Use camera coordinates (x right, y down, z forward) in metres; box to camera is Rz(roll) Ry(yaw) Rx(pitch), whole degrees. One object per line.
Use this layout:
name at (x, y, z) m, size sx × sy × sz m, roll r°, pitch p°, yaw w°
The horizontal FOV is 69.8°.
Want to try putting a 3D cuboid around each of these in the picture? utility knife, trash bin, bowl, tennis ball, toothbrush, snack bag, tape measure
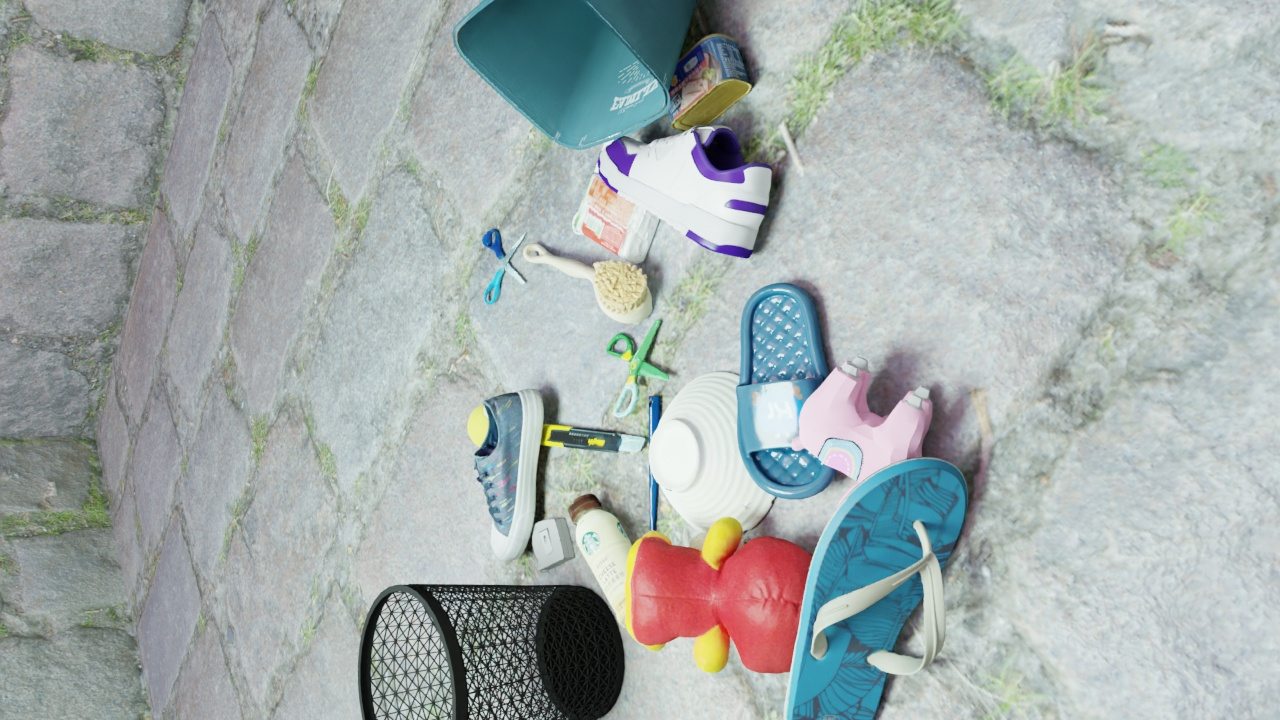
utility knife at (-0.063, 0.097, 1.133) m, size 0.203 × 0.020 × 0.029 m, roll -1°, pitch 89°, yaw 47°
trash bin at (-0.163, 0.356, 1.057) m, size 0.217 × 0.242 × 0.217 m, roll -5°, pitch 84°, yaw 48°
bowl at (0.058, 0.099, 0.958) m, size 0.178 × 0.070 × 0.177 m, roll -4°, pitch 85°, yaw 48°
tennis ball at (-0.203, 0.090, 1.254) m, size 0.065 × 0.065 × 0.065 m, roll -5°, pitch 84°, yaw 48°
trash bin at (-0.047, -0.385, 0.984) m, size 0.197 × 0.199 × 0.218 m, roll -8°, pitch 52°, yaw 48°
toothbrush at (0.011, 0.135, 1.048) m, size 0.016 × 0.017 × 0.190 m, roll -1°, pitch 87°, yaw 47°
snack bag at (-0.028, -0.171, 1.098) m, size 0.116 × 0.036 × 0.077 m, roll 37°, pitch 113°, yaw 43°
tape measure at (-0.115, 0.235, 1.180) m, size 0.060 × 0.020 × 0.062 m, roll -34°, pitch 63°, yaw 42°

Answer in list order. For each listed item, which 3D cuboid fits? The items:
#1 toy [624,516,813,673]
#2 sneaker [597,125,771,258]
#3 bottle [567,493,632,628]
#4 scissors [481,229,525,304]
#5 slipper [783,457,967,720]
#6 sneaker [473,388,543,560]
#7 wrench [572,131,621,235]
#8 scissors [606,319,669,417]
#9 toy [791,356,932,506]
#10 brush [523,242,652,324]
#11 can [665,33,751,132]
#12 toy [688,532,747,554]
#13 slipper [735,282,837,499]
toy at (0.085, 0.227, 0.871) m, size 0.217 × 0.098 × 0.147 m, roll -2°, pitch 90°, yaw 27°
sneaker at (0.046, -0.209, 0.982) m, size 0.244 × 0.091 × 0.111 m, roll 40°, pitch 116°, yaw 37°
bottle at (-0.033, 0.227, 1.062) m, size 0.057 × 0.056 × 0.162 m, roll -56°, pitch 50°, yaw 29°
scissors at (-0.199, -0.141, 1.303) m, size 0.128 × 0.014 × 0.133 m, roll -49°, pitch 53°, yaw 34°
slipper at (0.192, 0.218, 0.770) m, size 0.060 × 0.118 × 0.295 m, roll -97°, pitch 20°, yaw -72°
sneaker at (-0.182, 0.149, 1.200) m, size 0.087 × 0.079 × 0.236 m, roll 30°, pitch 115°, yaw 59°
wrench at (-0.031, -0.281, 1.129) m, size 0.047 × 0.009 × 0.274 m, roll 41°, pitch 117°, yaw 42°
scissors at (-0.007, 0.010, 1.071) m, size 0.126 × 0.011 × 0.131 m, roll 25°, pitch 98°, yaw 51°
toy at (0.192, 0.086, 0.801) m, size 0.123 × 0.067 × 0.158 m, roll 26°, pitch 109°, yaw 20°
brush at (-0.076, -0.110, 1.135) m, size 0.272 × 0.062 × 0.077 m, roll 29°, pitch 146°, yaw 50°
can at (0.068, -0.295, 0.988) m, size 0.100 × 0.053 × 0.059 m, roll -30°, pitch 67°, yaw 43°
toy at (0.071, 0.223, 0.956) m, size 0.113 × 0.050 × 0.087 m, roll -15°, pitch 77°, yaw 42°
slipper at (0.131, 0.027, 0.879) m, size 0.104 × 0.059 × 0.213 m, roll -13°, pitch 73°, yaw 31°
